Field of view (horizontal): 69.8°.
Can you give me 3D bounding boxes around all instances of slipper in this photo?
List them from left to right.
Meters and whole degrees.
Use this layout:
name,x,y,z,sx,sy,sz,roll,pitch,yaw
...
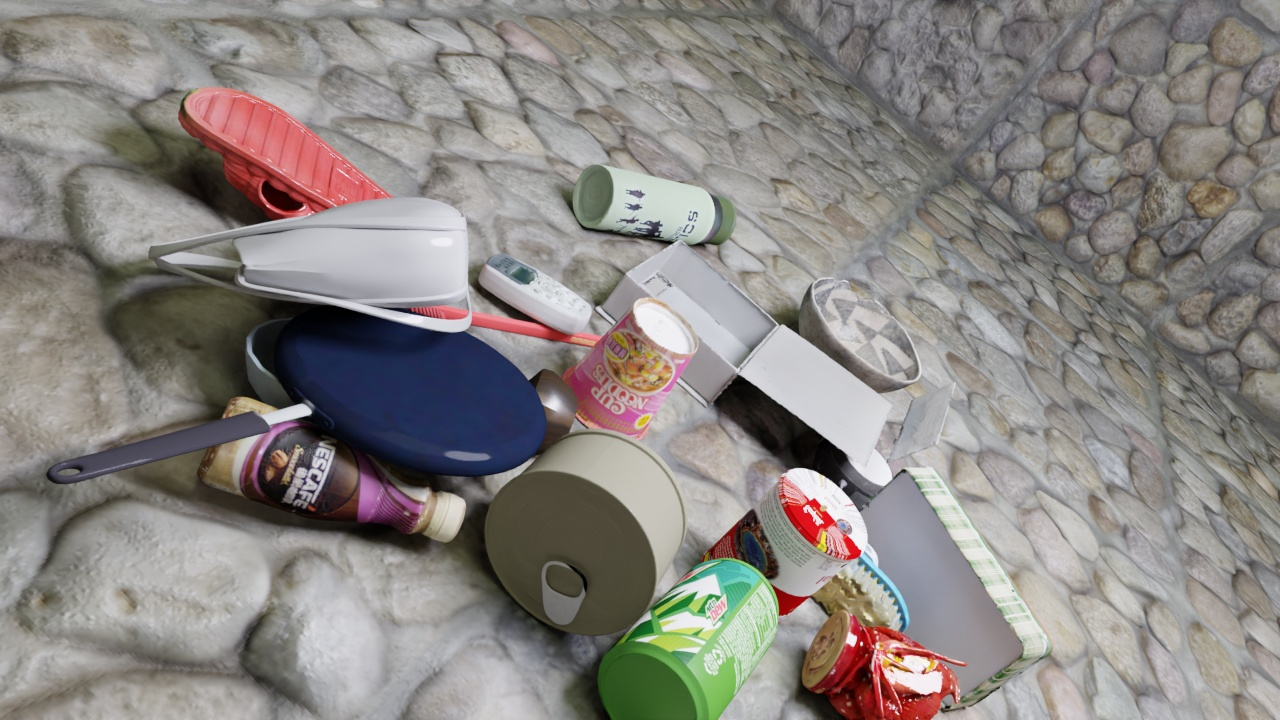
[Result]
name,x,y,z,sx,sy,sz,roll,pitch,yaw
slipper,-0.287,-0.144,0.800,0.248,0.059,0.103,34,27,-38

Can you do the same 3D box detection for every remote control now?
name,x,y,z,sx,sy,sz,roll,pitch,yaw
remote control,-0.102,-0.065,0.897,0.114,0.028,0.060,31,23,3

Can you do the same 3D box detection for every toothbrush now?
name,x,y,z,sx,sy,sz,roll,pitch,yaw
toothbrush,-0.119,-0.029,0.863,0.212,0.012,0.018,10,41,-37

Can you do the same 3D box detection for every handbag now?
name,x,y,z,sx,sy,sz,roll,pitch,yaw
handbag,-0.240,-0.073,0.684,0.222,0.095,0.216,-1,12,-10

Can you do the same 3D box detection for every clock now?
name,x,y,z,sx,sy,sz,roll,pitch,yaw
clock,0.236,0.117,1.004,0.091,0.044,0.122,26,34,-19

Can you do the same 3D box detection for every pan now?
name,x,y,z,sx,sy,sz,roll,pitch,yaw
pan,-0.197,0.025,0.593,0.199,0.021,0.355,36,24,19

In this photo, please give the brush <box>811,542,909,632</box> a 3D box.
name,x,y,z,sx,sy,sz,roll,pitch,yaw
brush,0.194,0.197,0.849,0.136,0.056,0.075,45,37,10

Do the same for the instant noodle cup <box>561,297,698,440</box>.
name,x,y,z,sx,sy,sz,roll,pitch,yaw
instant noodle cup,-0.005,0.005,0.843,0.097,0.109,0.097,26,34,-19

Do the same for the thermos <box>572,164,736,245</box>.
name,x,y,z,sx,sy,sz,roll,pitch,yaw
thermos,0.024,-0.191,1.160,0.231,0.083,0.082,1,47,-44

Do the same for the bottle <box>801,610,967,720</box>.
name,x,y,z,sx,sy,sz,roll,pitch,yaw
bottle,0.197,0.258,0.737,0.111,0.099,0.098,32,32,-2

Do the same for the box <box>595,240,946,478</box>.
name,x,y,z,sx,sy,sz,roll,pitch,yaw
box,0.142,0.004,1.004,0.368,0.099,0.165,36,31,8

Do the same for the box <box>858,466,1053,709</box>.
name,x,y,z,sx,sy,sz,roll,pitch,yaw
box,0.280,0.210,0.865,0.050,0.118,0.205,5,42,-35

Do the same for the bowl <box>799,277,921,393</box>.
name,x,y,z,sx,sy,sz,roll,pitch,yaw
bowl,0.265,-0.018,1.171,0.178,0.081,0.178,26,34,-19

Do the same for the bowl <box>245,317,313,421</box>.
name,x,y,z,sx,sy,sz,roll,pitch,yaw
bowl,-0.231,0.015,0.657,0.106,0.039,0.106,23,23,-11

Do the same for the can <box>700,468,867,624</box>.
name,x,y,z,sx,sy,sz,roll,pitch,yaw
can,0.117,0.158,0.761,0.086,0.117,0.086,26,34,-19

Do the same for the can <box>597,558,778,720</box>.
name,x,y,z,sx,sy,sz,roll,pitch,yaw
can,0.039,0.204,0.653,0.083,0.083,0.143,45,31,11

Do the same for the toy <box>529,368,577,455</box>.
name,x,y,z,sx,sy,sz,roll,pitch,yaw
toy,-0.102,0.036,0.760,0.100,0.063,0.076,22,72,-11

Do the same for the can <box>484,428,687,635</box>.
name,x,y,z,sx,sy,sz,roll,pitch,yaw
can,-0.036,0.119,0.648,0.128,0.128,0.073,40,30,3

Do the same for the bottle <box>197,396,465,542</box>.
name,x,y,z,sx,sy,sz,roll,pitch,yaw
bottle,-0.196,0.079,0.601,0.166,0.060,0.059,25,34,-22
